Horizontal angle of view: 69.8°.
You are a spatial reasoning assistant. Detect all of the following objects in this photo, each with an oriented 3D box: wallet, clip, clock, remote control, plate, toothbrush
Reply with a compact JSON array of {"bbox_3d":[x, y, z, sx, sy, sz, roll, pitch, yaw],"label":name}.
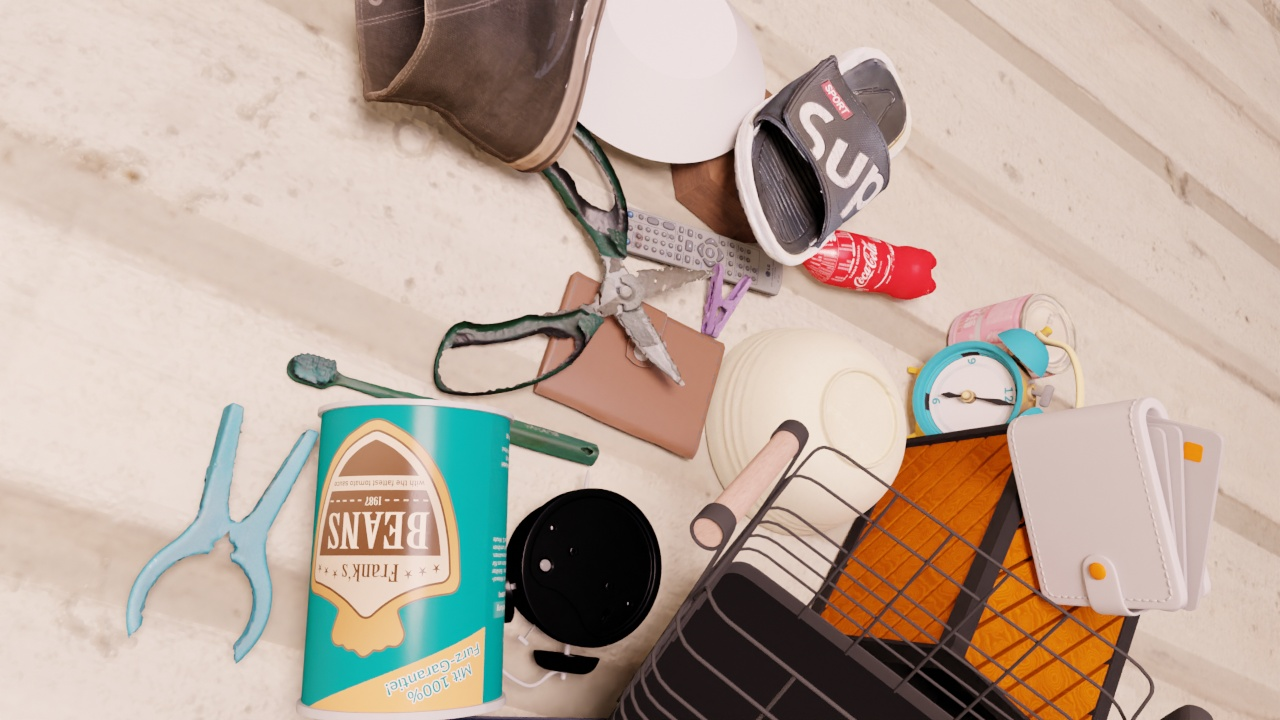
[{"bbox_3d":[0.273,0.082,0.514,0.037,0.116,0.118,-7,83,-31],"label":"wallet"},{"bbox_3d":[0.058,-0.040,0.636,0.029,0.013,0.050,17,94,-24],"label":"clip"},{"bbox_3d":[-0.044,0.129,0.532,0.091,0.043,0.120,47,61,-13],"label":"clock"},{"bbox_3d":[0.042,-0.075,0.641,0.136,0.013,0.033,14,73,-27],"label":"remote control"},{"bbox_3d":[-0.004,0.004,0.598,0.121,0.013,0.087,25,68,-21],"label":"wallet"},{"bbox_3d":[0.015,-0.220,0.623,0.173,0.036,0.173,7,69,-19],"label":"plate"},{"bbox_3d":[0.259,0.027,0.678,0.043,0.130,0.099,21,68,-44],"label":"clock"},{"bbox_3d":[0.080,-0.149,0.671,0.131,0.025,0.131,7,76,-29],"label":"plate"},{"bbox_3d":[-0.108,0.030,0.532,0.189,0.017,0.016,19,70,-25],"label":"toothbrush"},{"bbox_3d":[-0.191,0.096,0.466,0.120,0.030,0.130,38,65,-13],"label":"clip"}]

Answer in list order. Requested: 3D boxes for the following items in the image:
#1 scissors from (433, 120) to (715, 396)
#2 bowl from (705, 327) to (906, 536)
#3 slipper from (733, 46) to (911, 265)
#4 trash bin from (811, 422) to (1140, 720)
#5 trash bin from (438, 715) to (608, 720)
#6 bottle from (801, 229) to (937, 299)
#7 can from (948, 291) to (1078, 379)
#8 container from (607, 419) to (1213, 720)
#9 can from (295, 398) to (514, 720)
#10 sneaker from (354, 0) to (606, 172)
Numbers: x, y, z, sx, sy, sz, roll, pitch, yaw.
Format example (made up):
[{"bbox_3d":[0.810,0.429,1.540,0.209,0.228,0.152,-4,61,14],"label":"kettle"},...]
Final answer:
[{"bbox_3d":[-0.054,-0.053,0.573,0.205,0.015,0.201,-30,85,-25],"label":"scissors"},{"bbox_3d":[0.128,0.044,0.630,0.150,0.075,0.150,7,77,-29],"label":"bowl"},{"bbox_3d":[0.149,-0.164,0.664,0.262,0.063,0.111,-43,109,-44],"label":"slipper"},{"bbox_3d":[0.231,0.157,0.626,0.139,0.140,0.171,43,62,-15],"label":"trash bin"},{"bbox_3d":[-0.018,0.250,0.469,0.249,0.140,0.139,12,74,-26],"label":"trash bin"},{"bbox_3d":[0.165,-0.074,0.695,0.141,0.042,0.042,7,76,-28],"label":"bottle"},{"bbox_3d":[0.298,-0.015,0.738,0.067,0.076,0.067,6,77,-28],"label":"can"},{"bbox_3d":[0.120,0.163,0.439,0.241,0.131,0.162,36,34,13],"label":"container"},{"bbox_3d":[-0.116,0.098,0.464,0.099,0.099,0.143,7,76,-29],"label":"can"},{"bbox_3d":[-0.084,-0.239,0.525,0.119,0.095,0.235,11,96,-47],"label":"sneaker"}]
